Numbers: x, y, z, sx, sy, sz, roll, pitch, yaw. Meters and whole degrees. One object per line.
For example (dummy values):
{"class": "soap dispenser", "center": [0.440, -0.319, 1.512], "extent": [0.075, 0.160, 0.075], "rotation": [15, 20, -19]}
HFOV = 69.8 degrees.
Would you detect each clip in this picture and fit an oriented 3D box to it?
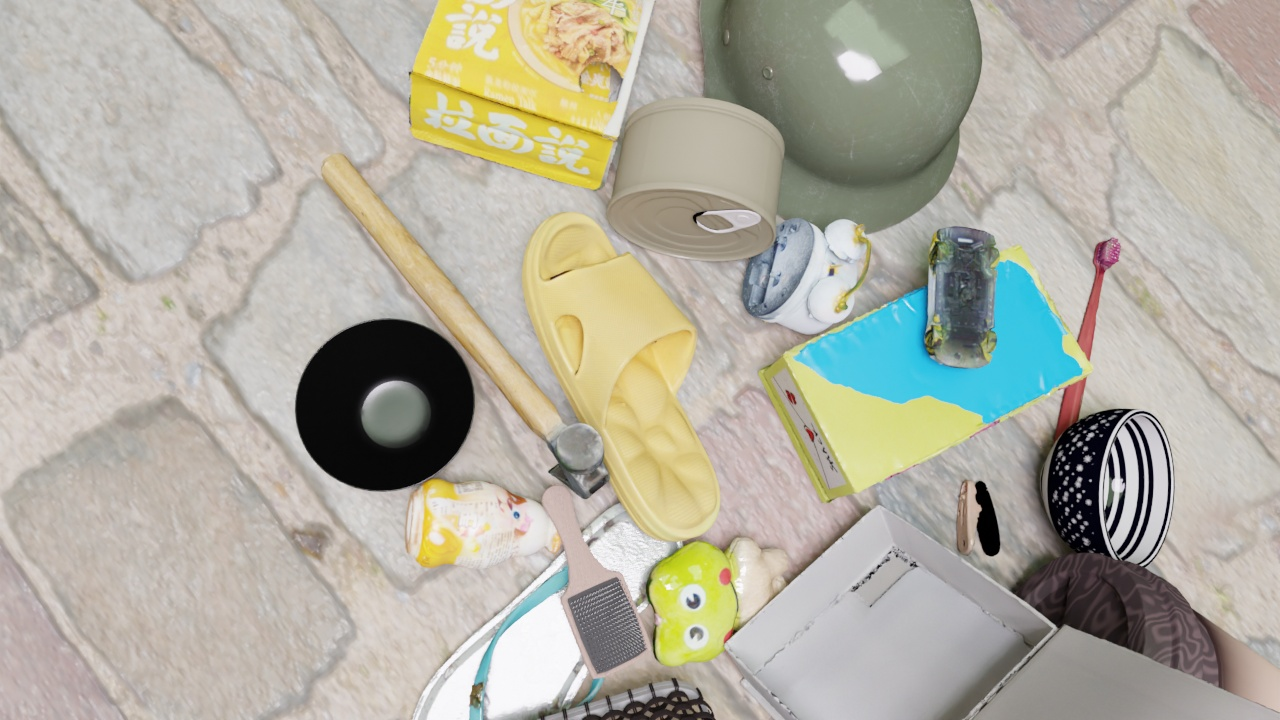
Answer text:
{"class": "clip", "center": [0.270, 0.124, 0.717], "extent": [0.045, 0.025, 0.061], "rotation": [11, 73, -4]}

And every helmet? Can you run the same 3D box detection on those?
{"class": "helmet", "center": [0.163, -0.249, 0.717], "extent": [0.226, 0.154, 0.267], "rotation": [-31, 83, -12]}

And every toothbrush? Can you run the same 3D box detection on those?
{"class": "toothbrush", "center": [0.371, -0.016, 0.761], "extent": [0.016, 0.016, 0.189], "rotation": [20, 77, -3]}

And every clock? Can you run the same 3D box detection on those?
{"class": "clock", "center": [0.129, -0.064, 0.695], "extent": [0.057, 0.118, 0.083], "rotation": [23, 74, -26]}

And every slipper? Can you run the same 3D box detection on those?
{"class": "slipper", "center": [-0.071, 0.206, 0.649], "extent": [0.098, 0.055, 0.268], "rotation": [38, 75, 5]}
{"class": "slipper", "center": [-0.004, 0.004, 0.669], "extent": [0.099, 0.079, 0.263], "rotation": [-19, 84, -43]}

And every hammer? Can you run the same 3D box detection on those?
{"class": "hammer", "center": [-0.133, -0.031, 0.673], "extent": [0.033, 0.132, 0.330], "rotation": [-38, 74, -12]}

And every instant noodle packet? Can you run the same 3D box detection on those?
{"class": "instant noodle packet", "center": [-0.077, -0.270, 0.742], "extent": [0.163, 0.084, 0.221], "rotation": [15, 70, -5]}

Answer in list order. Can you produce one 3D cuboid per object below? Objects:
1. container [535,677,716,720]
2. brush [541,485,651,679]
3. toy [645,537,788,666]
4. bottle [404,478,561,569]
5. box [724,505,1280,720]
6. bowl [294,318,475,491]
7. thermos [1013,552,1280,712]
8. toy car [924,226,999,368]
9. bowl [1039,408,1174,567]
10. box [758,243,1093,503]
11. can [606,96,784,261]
{"class": "container", "center": [-0.028, 0.360, 0.494], "extent": [0.245, 0.244, 0.247], "rotation": [-14, 93, -9]}
{"class": "brush", "center": [-0.036, 0.151, 0.643], "extent": [0.049, 0.015, 0.135], "rotation": [-19, 80, -27]}
{"class": "toy", "center": [0.059, 0.171, 0.667], "extent": [0.117, 0.043, 0.092], "rotation": [-11, 102, -23]}
{"class": "bottle", "center": [-0.111, 0.118, 0.657], "extent": [0.109, 0.063, 0.063], "rotation": [7, 77, -18]}
{"class": "box", "center": [0.215, 0.222, 0.509], "extent": [0.166, 0.419, 0.108], "rotation": [-39, 115, -13]}
{"class": "bowl", "center": [-0.182, 0.036, 0.672], "extent": [0.124, 0.052, 0.124], "rotation": [1, 78, -6]}
{"class": "thermos", "center": [0.375, 0.258, 0.633], "extent": [0.226, 0.173, 0.172], "rotation": [30, 76, -6]}
{"class": "toy car", "center": [0.231, -0.045, 0.668], "extent": [0.048, 0.033, 0.105], "rotation": [7, 80, -7]}
{"class": "bowl", "center": [0.348, 0.096, 0.703], "extent": [0.120, 0.066, 0.120], "rotation": [0, 90, -38]}
{"class": "box", "center": [0.219, 0.010, 0.711], "extent": [0.220, 0.079, 0.124], "rotation": [-26, 81, -13]}
{"class": "can", "center": [0.043, -0.133, 0.694], "extent": [0.128, 0.128, 0.073], "rotation": [11, 75, -4]}
